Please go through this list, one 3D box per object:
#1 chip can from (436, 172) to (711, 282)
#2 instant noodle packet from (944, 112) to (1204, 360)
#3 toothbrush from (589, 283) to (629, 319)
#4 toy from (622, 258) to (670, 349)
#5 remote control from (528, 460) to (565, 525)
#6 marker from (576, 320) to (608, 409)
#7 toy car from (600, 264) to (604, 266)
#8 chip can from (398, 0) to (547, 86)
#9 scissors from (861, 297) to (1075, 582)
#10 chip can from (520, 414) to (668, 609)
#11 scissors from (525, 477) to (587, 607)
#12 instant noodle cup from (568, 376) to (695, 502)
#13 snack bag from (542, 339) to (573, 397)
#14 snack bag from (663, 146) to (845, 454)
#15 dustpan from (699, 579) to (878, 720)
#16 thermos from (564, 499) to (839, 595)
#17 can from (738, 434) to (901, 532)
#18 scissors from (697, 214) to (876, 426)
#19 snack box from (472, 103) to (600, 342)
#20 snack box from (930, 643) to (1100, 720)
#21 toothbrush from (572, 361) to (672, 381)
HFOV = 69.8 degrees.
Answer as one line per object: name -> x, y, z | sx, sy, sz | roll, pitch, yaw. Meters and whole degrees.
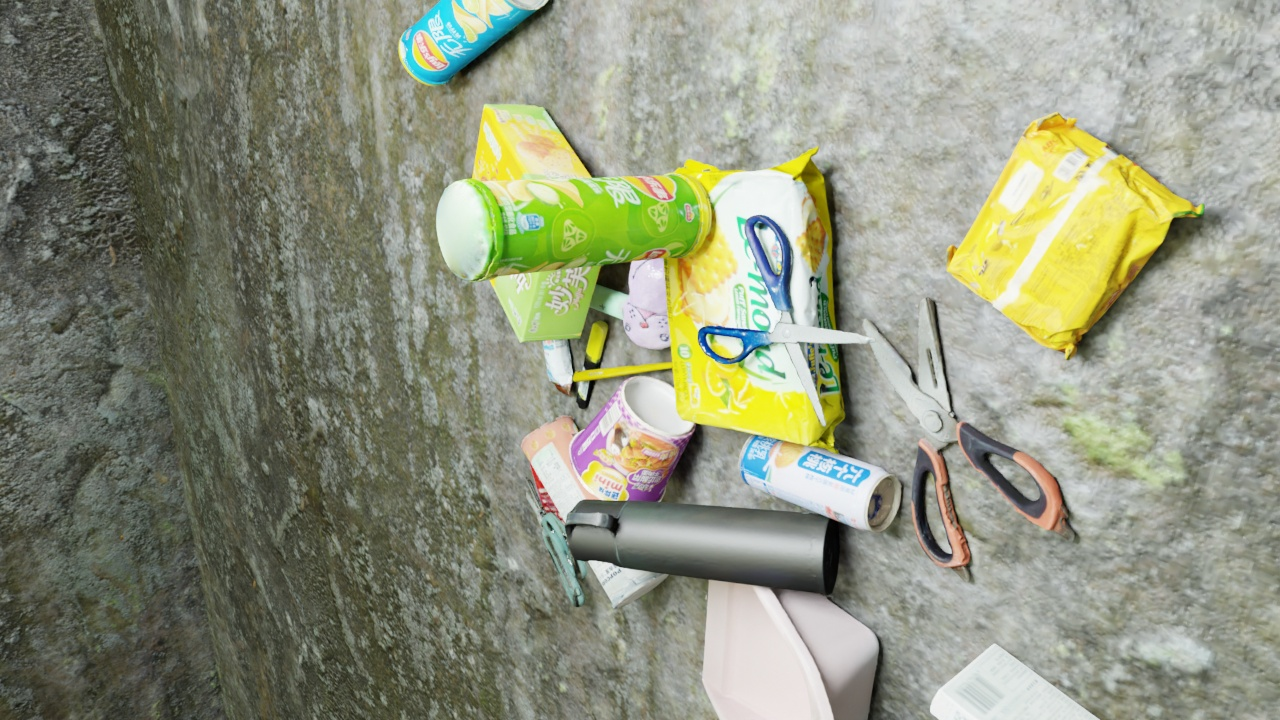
chip can -> -0.047, -0.105, 0.698 | 0.073, 0.220, 0.072 | 16, 111, 47
instant noodle packet -> 0.268, -0.079, 0.582 | 0.111, 0.044, 0.129 | 43, 137, 22
toothbrush -> -0.080, -0.081, 1.001 | 0.225, 0.026, 0.027 | 22, 151, 43
toy -> 0.016, -0.058, 0.889 | 0.084, 0.038, 0.108 | 22, 121, 19
remote control -> -0.104, 0.175, 1.131 | 0.056, 0.020, 0.136 | -10, 96, 50
marker -> -0.054, 0.007, 1.016 | 0.018, 0.015, 0.124 | 39, 134, 26
toy car -> -0.040, -0.136, 0.927 | 0.043, 0.034, 0.091 | 42, 133, 28
chip can -> -0.181, -0.363, 0.975 | 0.211, 0.071, 0.071 | -12, 95, 51
scissors -> 0.236, 0.065, 0.698 | 0.226, 0.015, 0.189 | 41, 132, 34
chip can -> -0.055, 0.167, 1.031 | 0.214, 0.071, 0.071 | 56, 138, 18
scissors -> -0.096, 0.228, 1.089 | 0.170, 0.019, 0.181 | 42, 151, 50
instant noodle cup -> -0.002, 0.077, 0.916 | 0.111, 0.111, 0.099 | 50, 126, 25
snack bag -> -0.096, -0.010, 1.048 | 0.048, 0.026, 0.104 | 17, 117, 59
snack bag -> 0.095, -0.049, 0.775 | 0.158, 0.068, 0.246 | 8, 109, 48
dustpan -> 0.108, 0.302, 0.840 | 0.274, 0.138, 0.223 | 20, 120, 43
thermos -> 0.049, 0.162, 0.822 | 0.243, 0.090, 0.068 | 1, 73, 23
can -> 0.150, 0.101, 0.780 | 0.135, 0.053, 0.053 | 17, 116, 45
scissors -> 0.106, -0.031, 0.707 | 0.173, 0.012, 0.162 | 5, 106, 48
snack box -> -0.111, -0.143, 0.940 | 0.210, 0.070, 0.158 | 59, 143, 39
snack box -> 0.296, 0.275, 0.652 | 0.157, 0.084, 0.027 | 36, 127, 36
toothbrush -> -0.006, 0.006, 0.946 | 0.191, 0.015, 0.016 | -9, 92, 46
